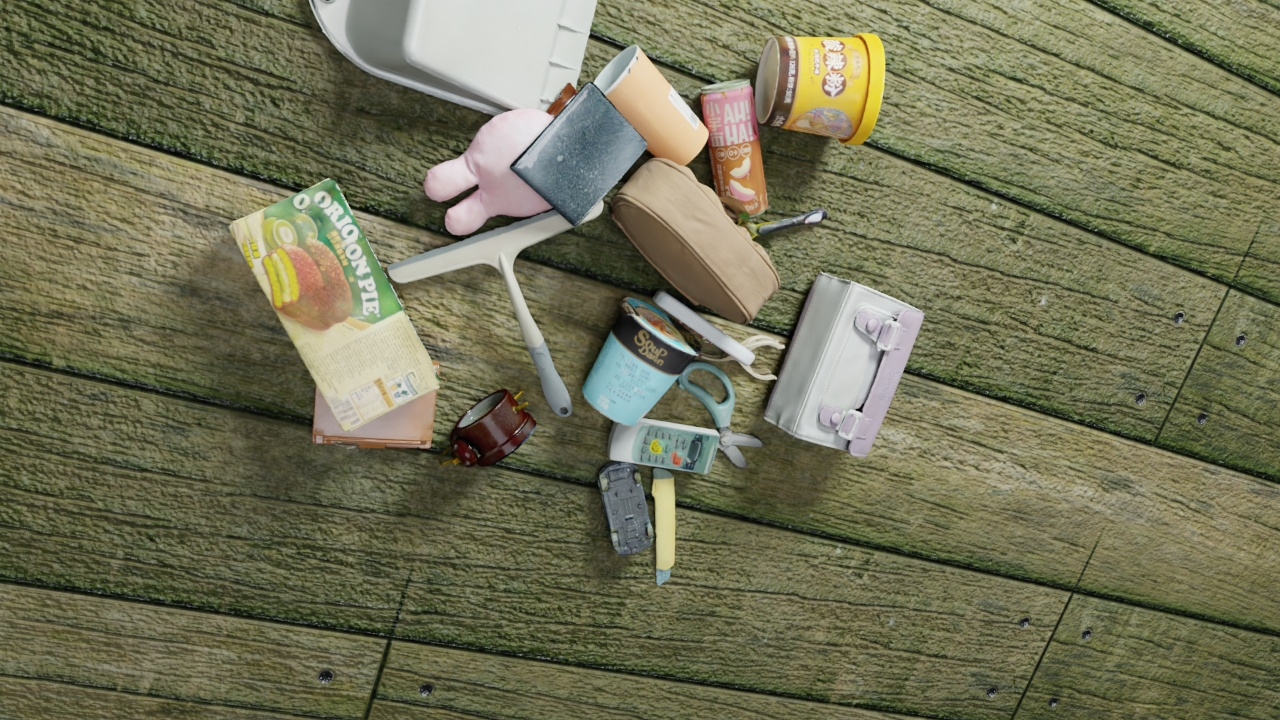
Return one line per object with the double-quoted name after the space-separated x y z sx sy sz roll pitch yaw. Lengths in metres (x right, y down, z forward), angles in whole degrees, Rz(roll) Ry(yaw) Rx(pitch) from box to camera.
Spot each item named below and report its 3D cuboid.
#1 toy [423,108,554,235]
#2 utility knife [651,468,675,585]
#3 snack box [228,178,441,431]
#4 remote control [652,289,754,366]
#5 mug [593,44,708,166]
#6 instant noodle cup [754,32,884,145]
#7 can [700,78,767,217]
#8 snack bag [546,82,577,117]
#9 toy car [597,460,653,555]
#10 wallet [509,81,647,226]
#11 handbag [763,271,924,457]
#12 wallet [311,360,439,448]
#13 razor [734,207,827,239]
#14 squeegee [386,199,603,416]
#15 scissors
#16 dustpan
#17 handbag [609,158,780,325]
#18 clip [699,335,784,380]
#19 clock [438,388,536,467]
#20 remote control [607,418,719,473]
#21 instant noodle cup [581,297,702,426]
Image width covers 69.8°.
-0.146 -0.196 0.968 0.159 0.054 0.121 -25 131 -2 "toy"
0.030 0.215 1.174 0.031 0.019 0.175 -5 107 -10 "utility knife"
-0.312 -0.056 0.951 0.114 0.063 0.240 -28 105 -10 "snack box"
0.073 -0.038 1.069 0.136 0.056 0.020 34 96 -7 "remote control"
0.012 -0.267 0.986 0.122 0.078 0.078 38 94 -26 "mug"
0.192 -0.301 1.005 0.114 0.118 0.118 4 106 -8 "instant noodle cup"
0.106 -0.235 1.029 0.058 0.058 0.147 -15 111 -11 "can"
-0.055 -0.248 0.995 0.105 0.026 0.045 42 78 -25 "snack bag"
-0.020 0.183 1.142 0.054 0.037 0.120 -13 100 -10 "toy car"
-0.061 -0.212 0.947 0.121 0.019 0.097 -47 125 4 "wallet"
0.255 0.009 1.125 0.144 0.098 0.197 15 99 -33 "handbag"
-0.295 0.048 1.025 0.131 0.031 0.108 4 103 -16 "wallet"
0.158 -0.159 1.087 0.142 0.022 0.043 -13 112 -11 "razor"
-0.123 -0.031 1.031 0.246 0.039 0.247 -18 117 2 "squeegee"
0.068 0.093 1.146 0.176 0.019 0.174 -35 114 -3 "scissors"
-0.189 -0.375 0.930 0.257 0.143 0.223 2 109 -47 "dustpan"
0.060 -0.133 1.003 0.099 0.148 0.204 -49 114 -10 "handbag"
0.130 -0.019 1.120 0.104 0.035 0.089 30 101 -14 "clip"
-0.176 0.083 1.041 0.122 0.082 0.055 -35 108 -3 "clock"
0.028 0.103 1.117 0.135 0.019 0.056 11 105 -18 "remote control"
-0.006 0.006 1.056 0.111 0.111 0.121 28 107 -21 "instant noodle cup"
